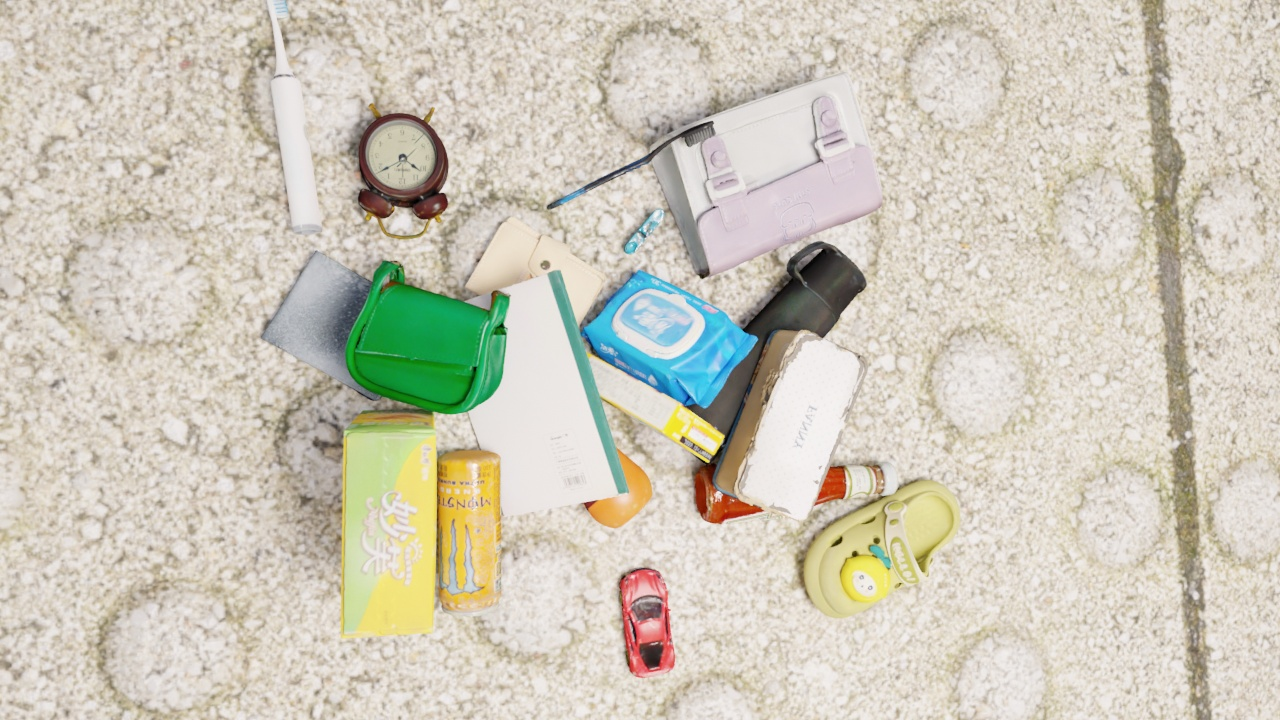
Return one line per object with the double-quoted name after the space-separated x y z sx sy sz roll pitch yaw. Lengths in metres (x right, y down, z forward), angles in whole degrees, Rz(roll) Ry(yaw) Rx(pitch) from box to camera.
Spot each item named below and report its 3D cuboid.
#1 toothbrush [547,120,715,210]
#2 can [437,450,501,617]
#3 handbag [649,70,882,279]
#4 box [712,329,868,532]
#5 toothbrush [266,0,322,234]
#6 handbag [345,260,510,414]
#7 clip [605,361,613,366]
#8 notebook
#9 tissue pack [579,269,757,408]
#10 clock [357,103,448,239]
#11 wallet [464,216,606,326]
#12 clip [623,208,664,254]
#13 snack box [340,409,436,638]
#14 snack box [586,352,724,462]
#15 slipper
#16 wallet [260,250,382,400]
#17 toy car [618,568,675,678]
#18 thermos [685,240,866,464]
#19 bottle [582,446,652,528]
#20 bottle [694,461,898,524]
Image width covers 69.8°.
-0.012 -0.177 0.853 0.190 0.014 0.016 -21 111 28 "toothbrush"
-0.158 0.158 0.853 0.058 0.058 0.146 -1 95 -12 "can"
0.126 -0.181 0.899 0.197 0.098 0.145 -23 100 -10 "handbag"
0.137 0.065 0.855 0.089 0.060 0.184 25 89 -17 "box"
-0.320 -0.226 0.838 0.026 0.027 0.221 -9 92 -22 "toothbrush"
-0.184 -0.018 0.814 0.131 0.068 0.120 17 96 4 "handbag"
-0.008 0.003 0.905 0.058 0.027 0.045 -1 98 -11 "clip"
-0.102 0.036 0.843 0.151 0.012 0.209 -15 95 31 "notebook"
0.024 -0.023 0.862 0.157 0.052 0.094 31 68 29 "tissue pack"
-0.218 -0.172 0.845 0.082 0.055 0.122 0 92 -12 "clock"
-0.098 -0.079 0.887 0.115 0.024 0.087 30 83 -9 "wallet"
0.003 -0.127 0.908 0.013 0.039 0.056 39 89 -7 "clip"
-0.207 0.125 0.771 0.070 0.210 0.157 1 91 -12 "snack box"
0.001 0.040 0.838 0.087 0.140 0.033 37 81 -50 "snack box"
0.255 0.190 0.933 0.190 0.082 0.091 -31 94 -12 "slipper"
-0.273 -0.031 0.855 0.121 0.019 0.097 31 86 -12 "wallet"
0.007 0.259 0.907 0.049 0.031 0.106 -6 90 -13 "toy car"
0.117 -0.015 0.905 0.242 0.068 0.090 -48 125 -8 "thermos"
-0.056 0.091 0.880 0.066 0.067 0.149 -43 91 -9 "bottle"
0.159 0.127 0.924 0.206 0.060 0.060 -3 91 -12 "bottle"
